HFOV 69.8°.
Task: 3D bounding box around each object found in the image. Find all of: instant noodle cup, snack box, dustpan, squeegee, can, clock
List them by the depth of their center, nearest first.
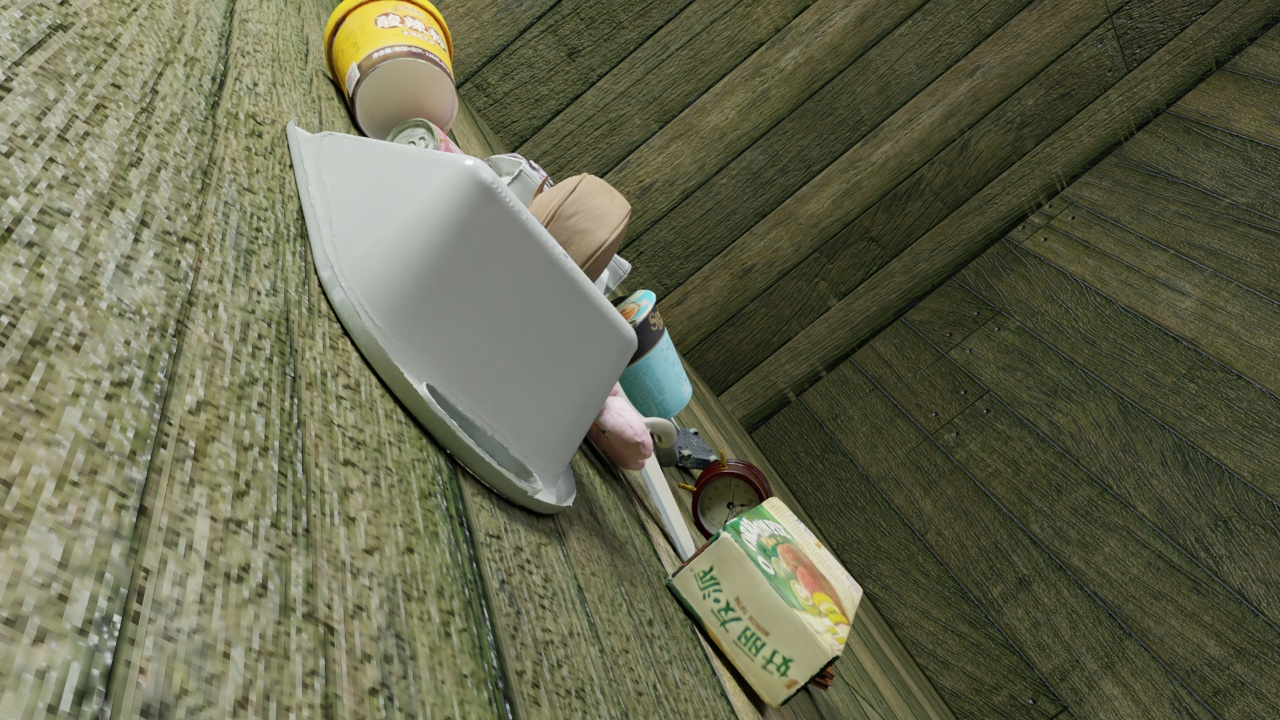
[{"bbox_3d":[-0.122,-0.019,0.548,0.258,0.142,0.222,13,-27,46],"label":"dustpan"},{"bbox_3d":[0.106,0.175,0.713,0.114,0.063,0.240,48,11,13],"label":"snack box"},{"bbox_3d":[-0.224,-0.262,0.842,0.118,0.118,0.114,46,15,-48],"label":"instant noodle cup"},{"bbox_3d":[-0.175,-0.163,0.852,0.058,0.058,0.147,54,5,25],"label":"can"},{"bbox_3d":[0.018,0.075,0.871,0.246,0.039,0.246,64,2,17],"label":"squeegee"},{"bbox_3d":[0.100,0.153,0.926,0.122,0.082,0.055,51,9,4],"label":"clock"},{"bbox_3d":[-0.006,0.006,0.972,0.120,0.111,0.111,59,1,-22],"label":"instant noodle cup"}]

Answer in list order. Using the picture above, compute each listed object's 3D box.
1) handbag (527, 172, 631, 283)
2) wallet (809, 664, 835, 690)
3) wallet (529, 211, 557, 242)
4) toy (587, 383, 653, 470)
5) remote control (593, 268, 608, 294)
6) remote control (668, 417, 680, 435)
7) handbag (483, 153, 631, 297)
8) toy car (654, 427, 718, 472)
[{"bbox_3d":[-0.077,-0.113,0.886,0.100,0.148,0.204,38,5,-5],"label":"handbag"},{"bbox_3d":[0.119,0.229,0.829,0.108,0.031,0.131,42,10,-45],"label":"wallet"},{"bbox_3d":[-0.058,-0.068,0.739,0.121,0.019,0.097,51,-8,-10],"label":"wallet"},{"bbox_3d":[-0.042,0.015,0.714,0.159,0.054,0.121,57,-14,13],"label":"toy"},{"bbox_3d":[-0.064,-0.062,0.990,0.020,0.056,0.135,50,20,-18],"label":"remote control"},{"bbox_3d":[0.007,0.037,1.086,0.056,0.019,0.135,50,5,-39],"label":"remote control"},{"bbox_3d":[-0.120,-0.165,1.149,0.197,0.098,0.145,44,-6,-32],"label":"handbag"},{"bbox_3d":[0.054,0.109,1.128,0.054,0.037,0.120,55,15,27],"label":"toy car"}]
